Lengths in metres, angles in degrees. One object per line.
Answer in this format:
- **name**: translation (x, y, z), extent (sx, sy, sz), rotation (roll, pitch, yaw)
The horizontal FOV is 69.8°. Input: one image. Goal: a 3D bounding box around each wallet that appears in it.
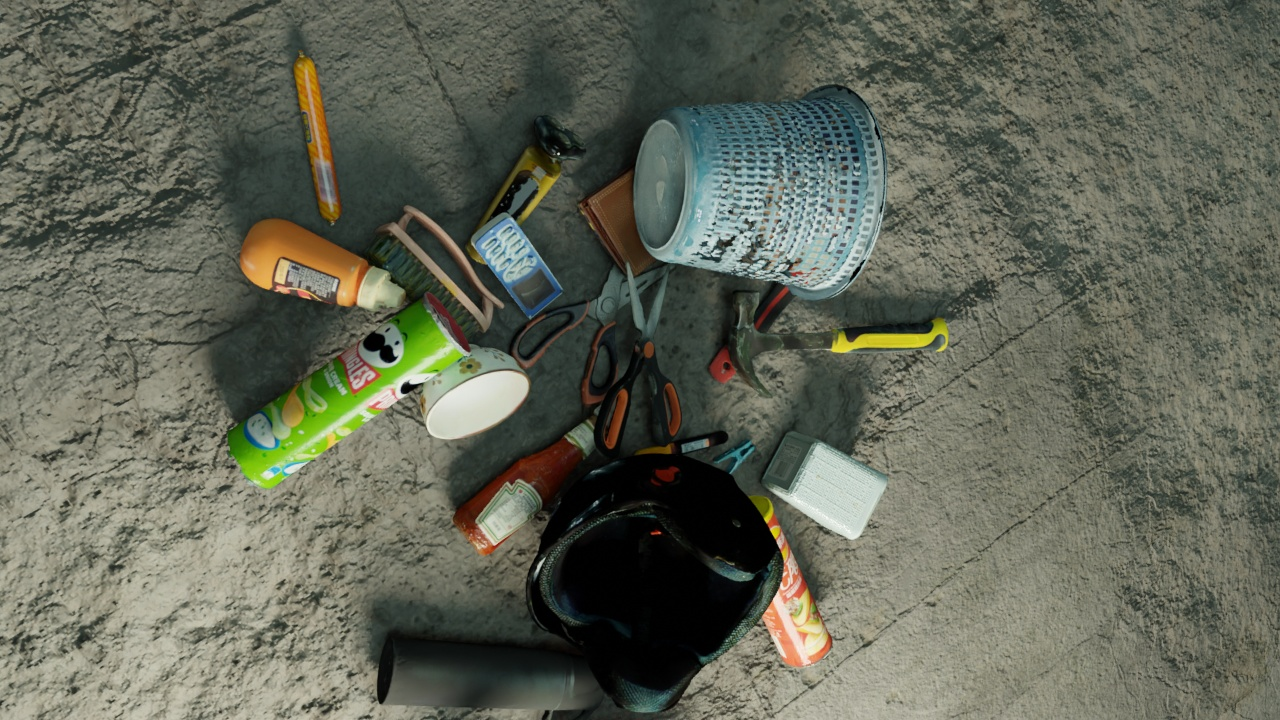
- **wallet**: translation (0.004, -0.162, 1.005), extent (0.124, 0.032, 0.101), rotation (-40, 111, -23)

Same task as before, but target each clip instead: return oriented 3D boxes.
- **clip**: translation (0.115, 0.117, 1.108), extent (0.055, 0.013, 0.038), rotation (-36, 110, -13)

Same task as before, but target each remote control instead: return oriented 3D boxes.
- **remote control**: translation (-0.126, -0.096, 0.944), extent (0.049, 0.024, 0.125), rotation (-38, 136, -5)

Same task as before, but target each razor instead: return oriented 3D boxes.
- **razor**: translation (-0.123, -0.172, 0.942), extent (0.062, 0.067, 0.167), rotation (35, 90, -15)

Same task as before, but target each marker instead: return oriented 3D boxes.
- **marker**: translation (0.049, 0.102, 1.079), extent (0.123, 0.015, 0.018), rotation (-11, 104, -24)

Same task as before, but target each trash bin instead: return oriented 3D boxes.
- **trash bin**: translation (0.106, -0.176, 0.944), extent (0.194, 0.227, 0.226), rotation (-1, 98, -23)

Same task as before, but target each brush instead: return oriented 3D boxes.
- **brush**: translation (-0.203, -0.083, 0.919), extent (0.145, 0.063, 0.073), rotation (46, 72, -22)

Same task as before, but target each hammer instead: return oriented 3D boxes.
- **hammer**: translation (0.248, -0.023, 1.124), extent (0.322, 0.032, 0.126), rotation (-2, 101, -27)

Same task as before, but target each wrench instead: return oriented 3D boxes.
- **wrench**: translation (0.176, -0.080, 1.104), extent (0.273, 0.016, 0.056), rotation (-46, 111, -11)

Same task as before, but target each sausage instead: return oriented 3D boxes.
- **sausage**: translation (-0.309, -0.211, 0.877), extent (0.021, 0.021, 0.165), rotation (-11, 102, -21)

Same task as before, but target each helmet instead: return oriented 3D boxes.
- **helmet**: translation (0.011, 0.208, 0.964), extent (0.274, 0.230, 0.234), rotation (19, 115, -19)

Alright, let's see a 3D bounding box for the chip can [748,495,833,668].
- **chip can**: translation (0.165, 0.272, 1.120), extent (0.073, 0.073, 0.217), rotation (-31, 108, -16)

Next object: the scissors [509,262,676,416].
- **scissors**: translation (-0.050, -0.043, 1.015), extent (0.188, 0.015, 0.226), rotation (2, 96, -23)

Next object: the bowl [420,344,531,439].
- **bowl**: translation (-0.175, 0.024, 0.936), extent (0.113, 0.114, 0.062), rotation (-23, 62, -18)

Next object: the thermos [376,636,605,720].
- **thermos**: translation (-0.159, 0.355, 0.996), extent (0.242, 0.068, 0.090), rotation (14, 86, -24)

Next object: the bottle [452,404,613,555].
- **bottle**: translation (-0.108, 0.124, 0.991), extent (0.205, 0.060, 0.060), rotation (-40, 110, -15)

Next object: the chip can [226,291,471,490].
- **chip can**: translation (-0.276, 0.030, 0.868), extent (0.236, 0.072, 0.072), rotation (-34, 110, 2)

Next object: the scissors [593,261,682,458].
- **scissors**: translation (0.002, 0.010, 1.008), extent (0.220, 0.022, 0.229), rotation (-61, 140, -27)

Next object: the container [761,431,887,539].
- **container**: translation (0.220, 0.147, 1.118), extent (0.111, 0.090, 0.090), rotation (31, 84, -21)

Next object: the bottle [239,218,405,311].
- **bottle**: translation (-0.292, -0.082, 0.858), extent (0.149, 0.067, 0.066), rotation (20, 90, -2)
